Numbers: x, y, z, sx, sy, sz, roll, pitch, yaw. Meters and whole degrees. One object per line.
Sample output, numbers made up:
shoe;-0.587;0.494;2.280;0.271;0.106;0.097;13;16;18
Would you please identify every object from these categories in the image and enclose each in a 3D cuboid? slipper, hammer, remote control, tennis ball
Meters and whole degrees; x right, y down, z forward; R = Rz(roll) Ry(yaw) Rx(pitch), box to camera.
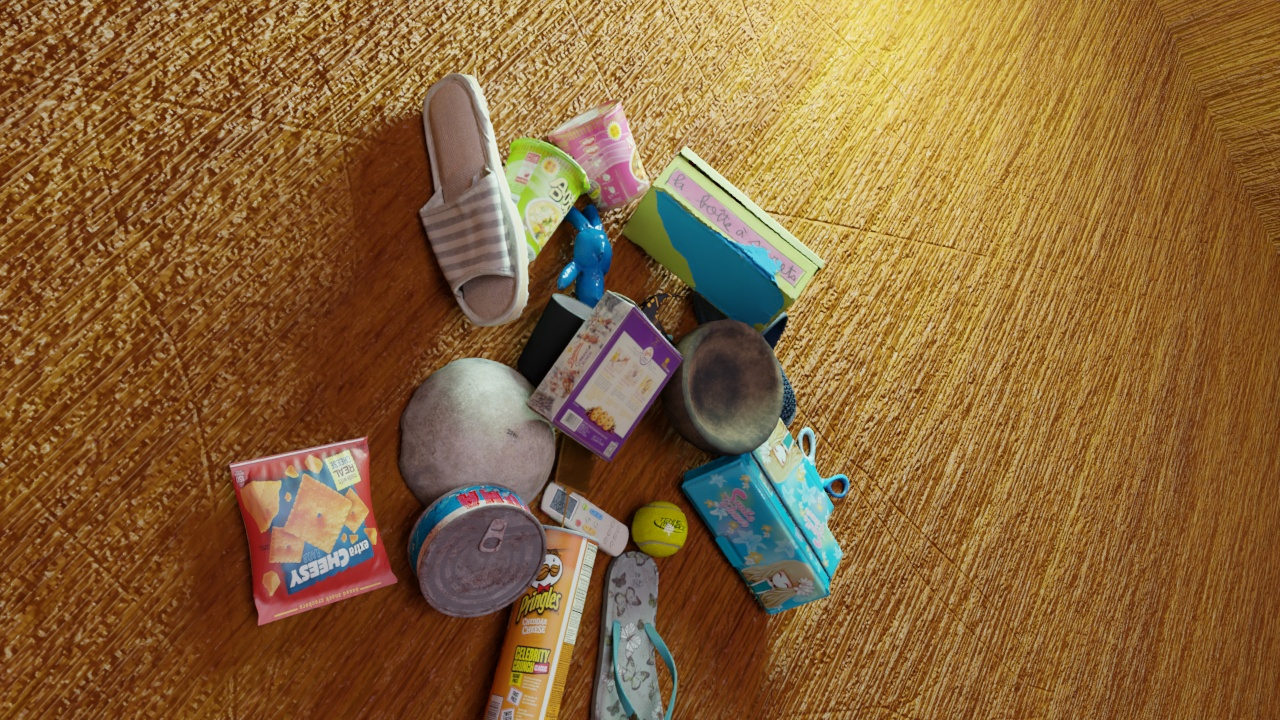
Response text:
slipper;-0.006;0.354;1.040;0.098;0.055;0.268;5;78;-35
hammer;0.097;0.043;1.173;0.320;0.036;0.123;46;61;-26
remote control;-0.064;0.180;1.044;0.125;0.018;0.038;38;61;-26
tennis ball;0.023;0.198;1.079;0.065;0.066;0.065;7;78;-37
slipper;-0.180;-0.168;0.951;0.054;0.115;0.272;-3;77;-51
slipper;0.154;-0.026;1.210;0.101;0.083;0.263;-33;104;-35

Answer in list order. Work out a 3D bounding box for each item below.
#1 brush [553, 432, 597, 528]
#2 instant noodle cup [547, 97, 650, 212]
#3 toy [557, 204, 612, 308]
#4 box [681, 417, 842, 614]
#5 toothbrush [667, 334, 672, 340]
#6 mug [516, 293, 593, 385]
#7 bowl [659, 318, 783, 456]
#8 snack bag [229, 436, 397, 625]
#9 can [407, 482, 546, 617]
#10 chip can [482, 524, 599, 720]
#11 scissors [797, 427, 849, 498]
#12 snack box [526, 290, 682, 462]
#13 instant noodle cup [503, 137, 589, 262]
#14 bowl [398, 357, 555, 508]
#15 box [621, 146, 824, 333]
brush;-0.072;0.126;1.030;0.048;0.017;0.126;30;54;-31
instant noodle cup;-0.042;-0.239;1.087;0.097;0.098;0.108;-44;116;-34
toy;-0.055;-0.102;1.068;0.112;0.071;0.176;1;82;-27
box;0.175;0.198;1.162;0.169;0.086;0.227;-36;107;-10
toothbrush;-0.007;0.007;1.121;0.134;0.017;0.022;-41;108;-33
mug;-0.071;-0.014;1.016;0.113;0.078;0.088;11;112;-55
bowl;0.090;0.035;1.103;0.162;0.070;0.162;6;80;-35
snack bag;-0.300;0.153;0.847;0.130;0.039;0.144;-10;89;-39
can;-0.161;0.188;0.909;0.129;0.044;0.130;-13;120;-24
chip can;-0.104;0.286;0.958;0.075;0.075;0.214;26;68;-33
scissors;0.252;0.164;1.301;0.139;0.011;0.134;12;73;-38
snack box;-0.033;0.021;0.976;0.148;0.040;0.143;-55;147;-6
instant noodle cup;-0.124;-0.172;1.011;0.099;0.099;0.107;36;71;-28
bowl;-0.152;0.082;0.952;0.178;0.081;0.178;7;80;-39
box;0.098;-0.139;1.116;0.221;0.125;0.082;36;61;-1
